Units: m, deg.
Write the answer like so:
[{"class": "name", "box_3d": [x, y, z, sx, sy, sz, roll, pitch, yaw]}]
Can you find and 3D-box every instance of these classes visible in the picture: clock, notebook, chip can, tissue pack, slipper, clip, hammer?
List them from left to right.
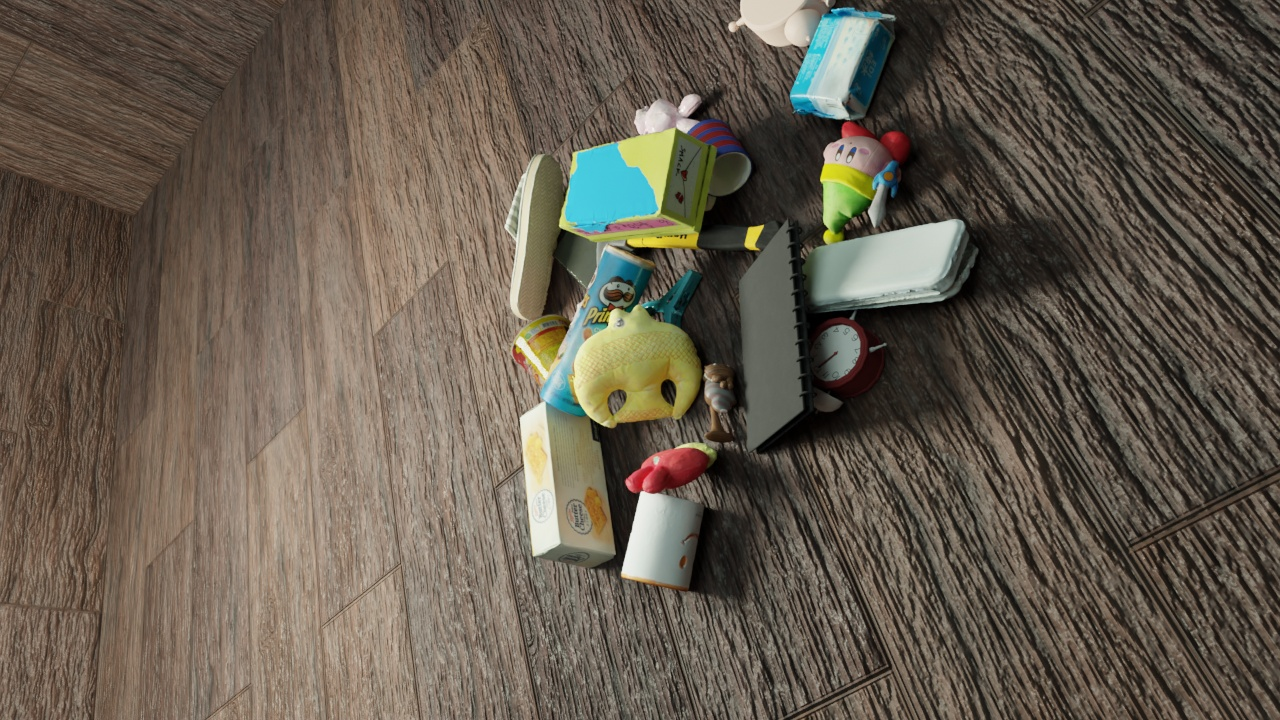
[{"class": "slipper", "box_3d": [-0.172, -0.196, 1.460, 0.054, 0.114, 0.272, 2, 77, 20]}, {"class": "chip can", "box_3d": [-0.059, -0.041, 1.238, 0.080, 0.079, 0.229, 33, 101, 46]}, {"class": "notebook", "box_3d": [-0.042, -0.210, 1.392, 0.209, 0.029, 0.169, -58, 42, 14]}, {"class": "clip", "box_3d": [0.037, -0.057, 1.254, 0.120, 0.033, 0.118, -24, 55, 37]}, {"class": "hammer", "box_3d": [0.059, -0.162, 1.234, 0.325, 0.034, 0.169, 9, 83, 44]}, {"class": "notebook", "box_3d": [0.155, -0.026, 1.067, 0.169, 0.019, 0.231, 124, 148, -63]}, {"class": "clock", "box_3d": [0.196, -0.501, 1.242, 0.160, 0.086, 0.131, 33, 98, 40]}, {"class": "clock", "box_3d": [0.220, 0.004, 1.035, 0.125, 0.044, 0.087, -43, 49, 22]}, {"class": "tissue pack", "box_3d": [0.254, -0.367, 1.140, 0.093, 0.061, 0.144, 24, 93, 45]}]

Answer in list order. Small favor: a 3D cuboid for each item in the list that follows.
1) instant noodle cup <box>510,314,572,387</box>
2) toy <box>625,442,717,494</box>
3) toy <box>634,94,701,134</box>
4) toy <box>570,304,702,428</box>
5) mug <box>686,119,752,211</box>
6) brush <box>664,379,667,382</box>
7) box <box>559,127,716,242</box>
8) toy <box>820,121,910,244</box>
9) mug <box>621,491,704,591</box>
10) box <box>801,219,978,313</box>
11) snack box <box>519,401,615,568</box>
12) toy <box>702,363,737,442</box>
[{"class": "instant noodle cup", "box_3d": [-0.123, 0.006, 1.340, 0.100, 0.100, 0.112, -48, 55, 19]}, {"class": "toy", "box_3d": [0.039, 0.130, 1.106, 0.092, 0.134, 0.045, -17, 93, 39]}, {"class": "toy", "box_3d": [0.044, -0.355, 1.353, 0.110, 0.047, 0.063, 3, 83, 36]}, {"class": "toy", "box_3d": [-0.007, 0.007, 1.184, 0.064, 0.170, 0.155, -150, 51, -86]}, {"class": "mug", "box_3d": [0.097, -0.261, 1.253, 0.076, 0.074, 0.112, 66, 146, 38]}, {"class": "brush", "box_3d": [-0.008, 0.001, 1.279, 0.126, 0.017, 0.048, 32, 97, 46]}, {"class": "box", "box_3d": [-0.009, -0.231, 1.236, 0.221, 0.079, 0.124, 0, 77, 50]}, {"class": "toy", "box_3d": [0.257, -0.203, 1.073, 0.124, 0.097, 0.131, 30, 76, 41]}, {"class": "mug", "box_3d": [0.028, 0.218, 1.108, 0.082, 0.082, 0.105, 1, 73, 44]}, {"class": "box", "box_3d": [0.259, -0.101, 1.012, 0.214, 0.063, 0.118, 1, 44, 46]}, {"class": "snack box", "box_3d": [-0.100, 0.167, 1.238, 0.058, 0.104, 0.207, -31, 54, 32]}, {"class": "toy", "box_3d": [0.098, 0.046, 1.141, 0.055, 0.041, 0.101, 122, 149, -43]}]
